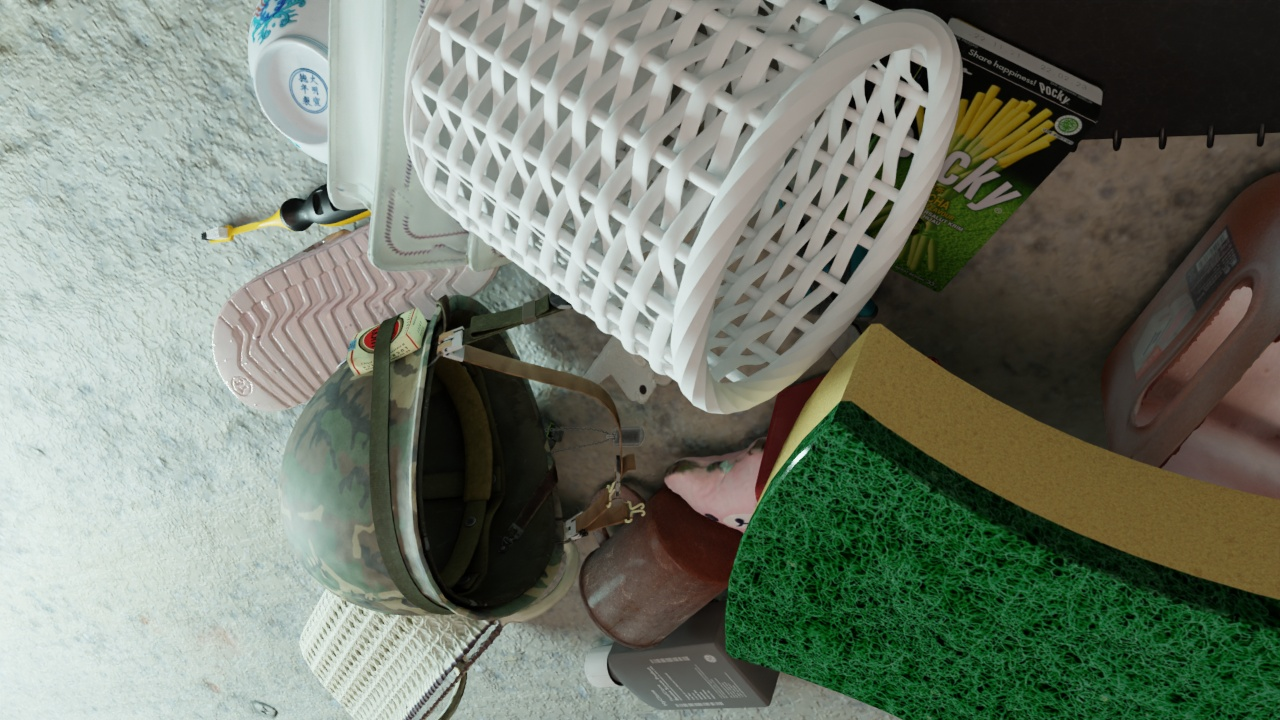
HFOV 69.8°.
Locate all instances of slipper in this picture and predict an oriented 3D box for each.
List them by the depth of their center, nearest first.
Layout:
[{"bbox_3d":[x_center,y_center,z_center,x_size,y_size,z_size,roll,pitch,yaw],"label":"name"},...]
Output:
[{"bbox_3d":[-0.206,-0.049,0.667,0.240,0.064,0.094,-27,108,13],"label":"slipper"}]

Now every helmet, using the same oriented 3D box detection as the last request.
[{"bbox_3d":[-0.108,0.055,0.591,0.237,0.223,0.193,-5,133,25],"label":"helmet"}]

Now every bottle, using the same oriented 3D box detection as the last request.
[{"bbox_3d":[0.024,0.256,0.784,0.174,0.046,0.084,-20,118,38],"label":"bottle"}]

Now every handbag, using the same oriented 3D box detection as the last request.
[{"bbox_3d":[-0.093,-0.152,0.515,0.096,0.141,0.199,49,139,38],"label":"handbag"}]

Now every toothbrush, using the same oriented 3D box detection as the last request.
[{"bbox_3d":[-0.249,-0.106,0.666,0.197,0.030,0.031,-7,88,29],"label":"toothbrush"}]

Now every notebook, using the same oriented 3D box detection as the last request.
[{"bbox_3d":[0.193,-0.163,0.414,0.232,0.019,0.169,6,145,32],"label":"notebook"}]

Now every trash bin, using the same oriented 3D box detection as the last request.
[{"bbox_3d":[0.388,0.039,0.453,0.260,0.157,0.182,24,127,5],"label":"trash bin"}]

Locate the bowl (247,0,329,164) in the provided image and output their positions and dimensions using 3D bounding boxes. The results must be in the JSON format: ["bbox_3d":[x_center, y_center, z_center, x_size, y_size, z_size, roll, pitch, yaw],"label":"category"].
[{"bbox_3d":[-0.189,-0.175,0.569,0.144,0.074,0.144,9,124,14],"label":"bowl"}]

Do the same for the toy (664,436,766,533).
[{"bbox_3d":[0.079,0.098,0.668,0.099,0.052,0.096,-18,126,28],"label":"toy"}]

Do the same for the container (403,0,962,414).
[{"bbox_3d":[0.018,-0.102,0.438,0.187,0.188,0.190,37,131,26],"label":"container"}]

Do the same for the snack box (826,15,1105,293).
[{"bbox_3d":[0.162,-0.101,0.488,0.080,0.025,0.148,27,150,1],"label":"snack box"}]

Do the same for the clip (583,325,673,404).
[{"bbox_3d":[-0.005,0.003,0.648,0.054,0.040,0.102,41,128,7],"label":"clip"}]

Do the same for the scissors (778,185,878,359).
[{"bbox_3d":[0.113,-0.051,0.555,0.150,0.019,0.131,34,148,-11],"label":"scissors"}]

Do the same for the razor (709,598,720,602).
[{"bbox_3d":[0.099,0.164,0.716,0.042,0.022,0.144,29,134,-1],"label":"razor"}]

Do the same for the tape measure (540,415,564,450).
[{"bbox_3d":[-0.101,0.062,0.718,0.058,0.035,0.066,32,124,-14],"label":"tape measure"}]

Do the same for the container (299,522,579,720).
[{"bbox_3d":[-0.166,0.199,0.748,0.143,0.184,0.252,42,128,5],"label":"container"}]

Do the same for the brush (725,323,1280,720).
[{"bbox_3d":[0.176,0.115,0.447,0.250,0.075,0.195,23,134,11],"label":"brush"}]

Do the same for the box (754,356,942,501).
[{"bbox_3d":[0.147,0.097,0.593,0.118,0.135,0.157,-9,120,40],"label":"box"}]

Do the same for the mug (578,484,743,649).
[{"bbox_3d":[0.008,0.144,0.708,0.110,0.096,0.123,-47,73,30],"label":"mug"}]
